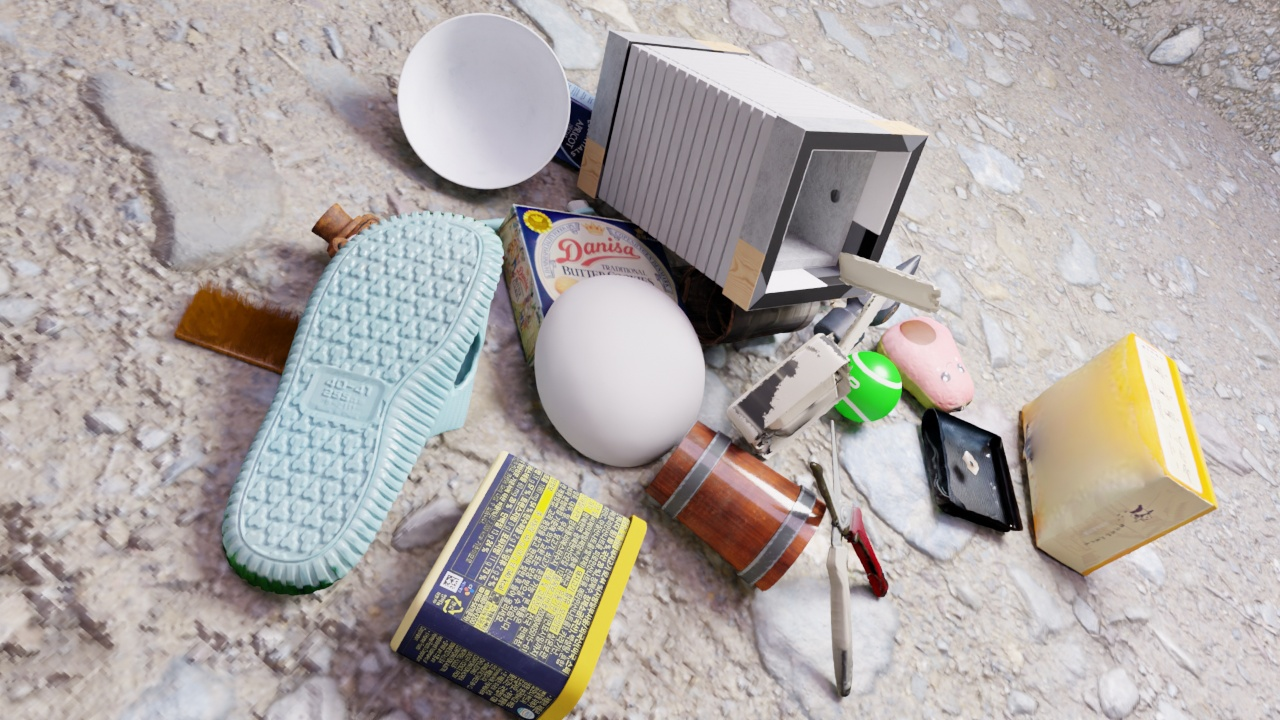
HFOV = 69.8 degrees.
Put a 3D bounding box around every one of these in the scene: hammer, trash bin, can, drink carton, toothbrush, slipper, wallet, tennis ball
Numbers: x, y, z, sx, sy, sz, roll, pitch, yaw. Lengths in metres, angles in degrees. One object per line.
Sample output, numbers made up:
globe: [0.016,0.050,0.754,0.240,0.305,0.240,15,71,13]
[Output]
hammer: [0.128,-0.146,0.925,0.129,0.040,0.322,-40,67,-16]
trash bin: [0.082,-0.170,0.785,0.142,0.143,0.247,-9,37,-37]
can: [-0.071,0.136,0.557,0.104,0.075,0.134,30,43,-4]
drink carton: [-0.082,-0.234,0.877,0.130,0.064,0.040,27,37,-10]
toothbrush: [-0.111,-0.122,0.797,0.180,0.016,0.016,-18,68,-42]
slipper: [-0.171,0.019,0.586,0.116,0.070,0.275,17,62,1]
wallet: [0.312,0.105,0.868,0.089,0.026,0.114,21,47,-18]
tennis ball: [0.205,0.024,0.840,0.065,0.066,0.065,18,46,-20]

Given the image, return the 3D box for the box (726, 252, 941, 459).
box: [0.139,-0.007,0.715,0.080,0.180,0.143,51,2,16]

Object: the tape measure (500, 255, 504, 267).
tape measure: [-0.139,-0.074,0.733,0.051,0.019,0.058,25,44,-13]

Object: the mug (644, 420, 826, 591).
mug: [0.072,0.099,0.689,0.111,0.082,0.117,37,19,5]

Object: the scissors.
scissors: [0.150,0.148,0.665,0.198,0.015,0.179,37,58,-53]

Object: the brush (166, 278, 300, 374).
brush: [-0.239,-0.014,0.617,0.126,0.017,0.048,22,45,-16]

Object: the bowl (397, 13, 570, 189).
bowl: [-0.136,-0.222,0.808,0.144,0.144,0.074,27,4,-10]

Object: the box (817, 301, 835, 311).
box: [0.160,-0.138,0.963,0.067,0.057,0.187,-24,64,-9]

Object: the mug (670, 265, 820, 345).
mug: [0.087,-0.066,0.844,0.107,0.080,0.116,-12,33,-38]

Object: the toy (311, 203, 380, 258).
toy: [-0.183,-0.072,0.671,0.112,0.067,0.087,42,24,-13]

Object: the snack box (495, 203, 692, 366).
snack box: [-0.037,-0.058,0.770,0.144,0.043,0.145,4,53,-32]

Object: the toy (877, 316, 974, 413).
toy: [0.291,0.006,0.923,0.089,0.051,0.110,-19,69,-35]

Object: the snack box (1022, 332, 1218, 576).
snack box: [0.446,0.085,0.888,0.080,0.145,0.194,31,43,-11]

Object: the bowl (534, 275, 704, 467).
bowl: [-0.004,0.004,0.692,0.149,0.043,0.149,7,77,-32]
